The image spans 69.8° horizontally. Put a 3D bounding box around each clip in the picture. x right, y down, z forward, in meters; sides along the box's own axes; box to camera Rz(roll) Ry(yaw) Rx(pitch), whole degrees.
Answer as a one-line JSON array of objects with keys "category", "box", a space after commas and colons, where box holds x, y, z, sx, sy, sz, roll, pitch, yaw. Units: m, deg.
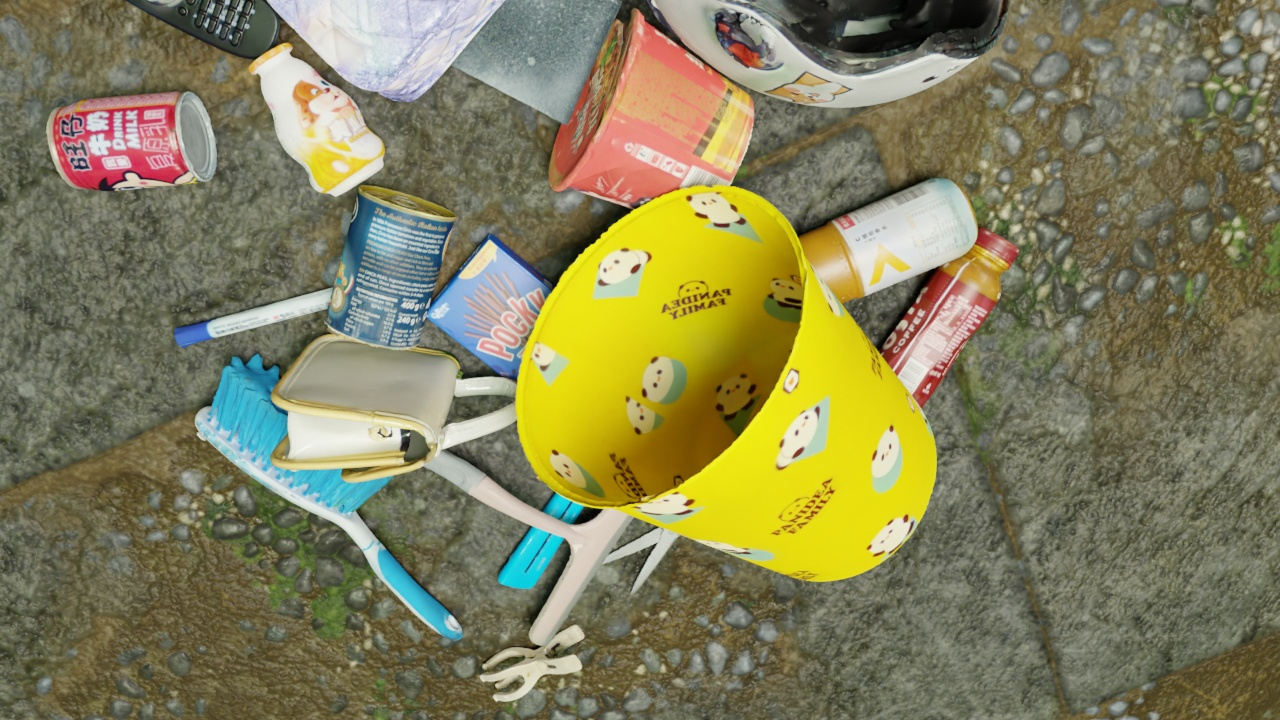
[{"category": "clip", "box": [-0.100, 0.284, 0.862, 0.100, 0.071, 0.034, -26, 108, 10]}]

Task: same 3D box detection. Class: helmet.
[{"category": "helmet", "box": [0.105, -0.274, 0.622, 0.274, 0.157, 0.229, 14, 73, -12]}]

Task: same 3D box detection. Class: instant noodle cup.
[{"category": "instant noodle cup", "box": [0.009, -0.167, 0.674, 0.108, 0.138, 0.138, 22, 105, -21]}]

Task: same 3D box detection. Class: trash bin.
[{"category": "trash bin", "box": [0.080, 0.038, 0.671, 0.230, 0.229, 0.255, -46, 133, 10]}]

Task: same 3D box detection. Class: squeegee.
[{"category": "squeegee", "box": [-0.130, 0.108, 0.784, 0.249, 0.040, 0.248, 30, 108, -5]}]

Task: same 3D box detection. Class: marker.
[{"category": "marker", "box": [-0.305, -0.037, 0.746, 0.146, 0.017, 0.017, -15, 109, 0]}]

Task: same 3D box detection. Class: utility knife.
[{"category": "utility knife", "box": [-0.055, 0.110, 0.818, 0.034, 0.018, 0.238, 30, 103, -14]}]

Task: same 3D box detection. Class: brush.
[{"category": "brush", "box": [-0.245, 0.128, 0.792, 0.314, 0.060, 0.110, 41, 106, -19]}]

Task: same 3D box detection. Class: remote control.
[{"category": "remote control", "box": [-0.326, -0.265, 0.662, 0.136, 0.024, 0.053, 27, 106, -12]}]

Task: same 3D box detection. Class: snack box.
[{"category": "snack box", "box": [-0.091, -0.023, 0.764, 0.157, 0.026, 0.085, 39, 103, -16]}]

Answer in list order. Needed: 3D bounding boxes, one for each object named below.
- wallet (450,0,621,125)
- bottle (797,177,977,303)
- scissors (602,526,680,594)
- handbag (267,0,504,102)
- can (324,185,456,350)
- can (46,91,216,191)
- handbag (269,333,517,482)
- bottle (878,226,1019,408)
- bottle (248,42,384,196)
[{"category": "wallet", "box": [-0.085, -0.243, 0.675, 0.121, 0.019, 0.097, 30, 104, 11]}, {"category": "bottle", "box": [0.173, -0.085, 0.746, 0.189, 0.068, 0.068, -23, 109, 6]}, {"category": "scissors", "box": [0.043, 0.149, 0.843, 0.164, 0.012, 0.162, 6, 109, -6]}, {"category": "handbag", "box": [-0.160, -0.285, 0.639, 0.134, 0.075, 0.194, 45, 99, 0]}, {"category": "can", "box": [-0.194, -0.070, 0.710, 0.075, 0.075, 0.111, 17, 104, -11]}, {"category": "can", "box": [-0.370, -0.160, 0.672, 0.094, 0.066, 0.066, -6, 109, -3]}, {"category": "handbag", "box": [-0.178, 0.039, 0.705, 0.178, 0.163, 0.063, 6, 109, -7]}, {"category": "bottle", "box": [0.252, -0.029, 0.777, 0.057, 0.057, 0.175, 29, 104, -14]}, {"category": "bottle", "box": [-0.241, -0.178, 0.679, 0.063, 0.063, 0.108, -32, 108, 6]}]
